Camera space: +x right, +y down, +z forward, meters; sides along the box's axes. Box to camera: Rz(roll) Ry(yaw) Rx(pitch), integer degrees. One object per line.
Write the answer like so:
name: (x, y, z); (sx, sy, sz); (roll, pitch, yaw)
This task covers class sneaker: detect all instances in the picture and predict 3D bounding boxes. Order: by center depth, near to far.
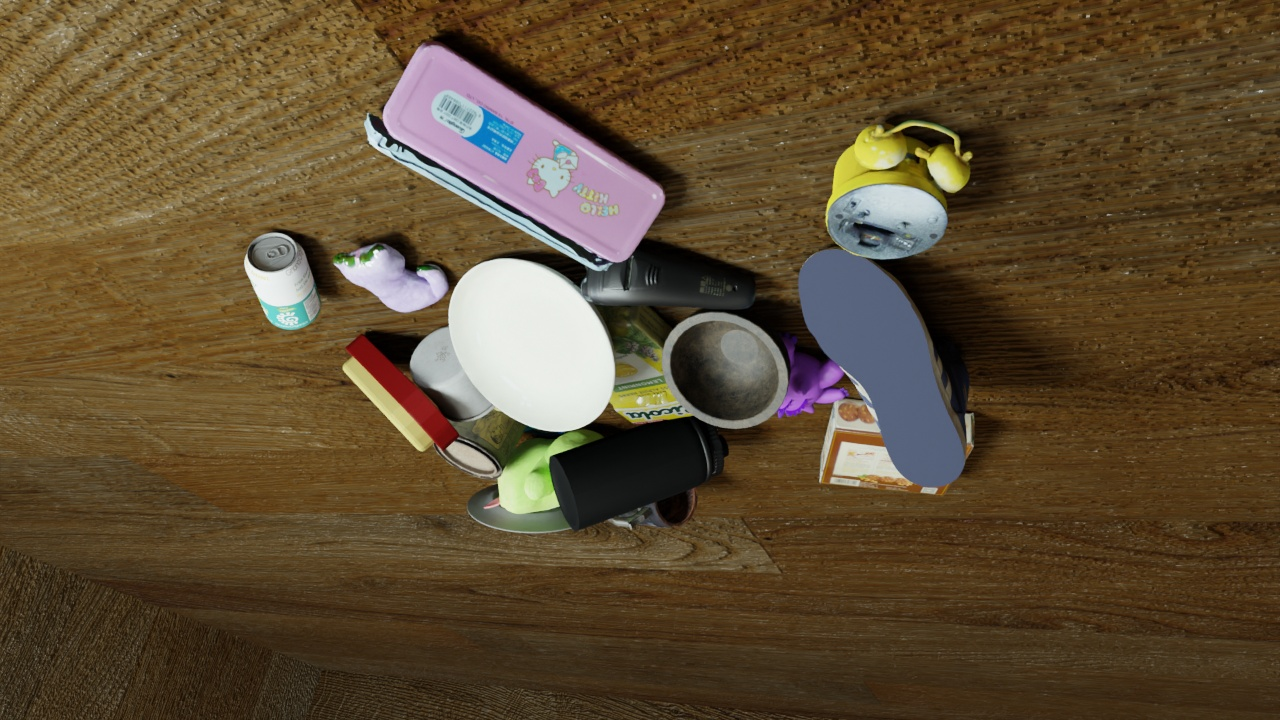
sneaker: (0.229, -0.016, 0.812); (0.092, 0.118, 0.233); (-25, 103, 34)

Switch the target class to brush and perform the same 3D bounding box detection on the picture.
brush: (-0.262, 0.038, 0.980); (0.173, 0.041, 0.082); (35, 162, 40)

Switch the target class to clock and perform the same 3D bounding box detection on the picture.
clock: (0.178, -0.121, 0.640); (0.083, 0.057, 0.119); (15, 151, -7)

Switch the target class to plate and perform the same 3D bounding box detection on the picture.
plate: (-0.098, -0.018, 0.874); (0.182, 0.034, 0.183); (14, 125, 22)
plate: (-0.140, 0.187, 1.221); (0.178, 0.012, 0.178); (2, -166, -1)

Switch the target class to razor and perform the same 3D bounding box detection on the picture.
razor: (0.024, -0.068, 0.802); (0.151, 0.054, 0.067); (6, 178, -8)

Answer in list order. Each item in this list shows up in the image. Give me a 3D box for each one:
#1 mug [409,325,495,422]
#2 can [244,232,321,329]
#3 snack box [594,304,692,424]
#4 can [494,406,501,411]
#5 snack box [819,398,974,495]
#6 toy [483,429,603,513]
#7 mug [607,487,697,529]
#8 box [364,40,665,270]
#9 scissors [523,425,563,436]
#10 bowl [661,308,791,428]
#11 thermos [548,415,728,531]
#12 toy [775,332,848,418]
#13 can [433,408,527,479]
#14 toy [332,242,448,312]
mug: (-0.178, 0.013, 0.964); (0.113, 0.084, 0.070); (-1, 147, 22)
can: (-0.346, -0.076, 0.889); (0.055, 0.054, 0.102); (11, 151, -2)
snack box: (-0.005, 0.005, 0.933); (0.121, 0.045, 0.181); (-11, 144, 34)
can: (-0.132, 0.035, 1.033); (0.080, 0.038, 0.038); (-8, 146, 30)
snack box: (0.277, 0.097, 1.009); (0.143, 0.041, 0.147); (6, 151, 8)
toy: (-0.104, 0.138, 1.137); (0.197, 0.107, 0.149); (-3, -168, 39)
mug: (-0.003, 0.178, 1.154); (0.107, 0.115, 0.080); (-6, 108, 49)
box: (-0.093, -0.154, 0.700); (0.214, 0.091, 0.090); (27, 104, -28)
scissors: (-0.154, 0.087, 1.161); (0.118, 0.013, 0.140); (18, 147, -17)
bowl: (0.086, -0.002, 0.864); (0.121, 0.056, 0.121); (11, 122, 19)
thermos: (0.007, 0.115, 1.017); (0.198, 0.086, 0.086); (-17, 157, -19)
toy: (0.151, 0.024, 0.904); (0.106, 0.055, 0.088); (20, 153, -3)
can: (-0.190, 0.087, 1.088); (0.090, 0.074, 0.090); (18, 147, 12)
toy: (-0.231, -0.081, 0.866); (0.080, 0.036, 0.099); (-14, 149, 20)
